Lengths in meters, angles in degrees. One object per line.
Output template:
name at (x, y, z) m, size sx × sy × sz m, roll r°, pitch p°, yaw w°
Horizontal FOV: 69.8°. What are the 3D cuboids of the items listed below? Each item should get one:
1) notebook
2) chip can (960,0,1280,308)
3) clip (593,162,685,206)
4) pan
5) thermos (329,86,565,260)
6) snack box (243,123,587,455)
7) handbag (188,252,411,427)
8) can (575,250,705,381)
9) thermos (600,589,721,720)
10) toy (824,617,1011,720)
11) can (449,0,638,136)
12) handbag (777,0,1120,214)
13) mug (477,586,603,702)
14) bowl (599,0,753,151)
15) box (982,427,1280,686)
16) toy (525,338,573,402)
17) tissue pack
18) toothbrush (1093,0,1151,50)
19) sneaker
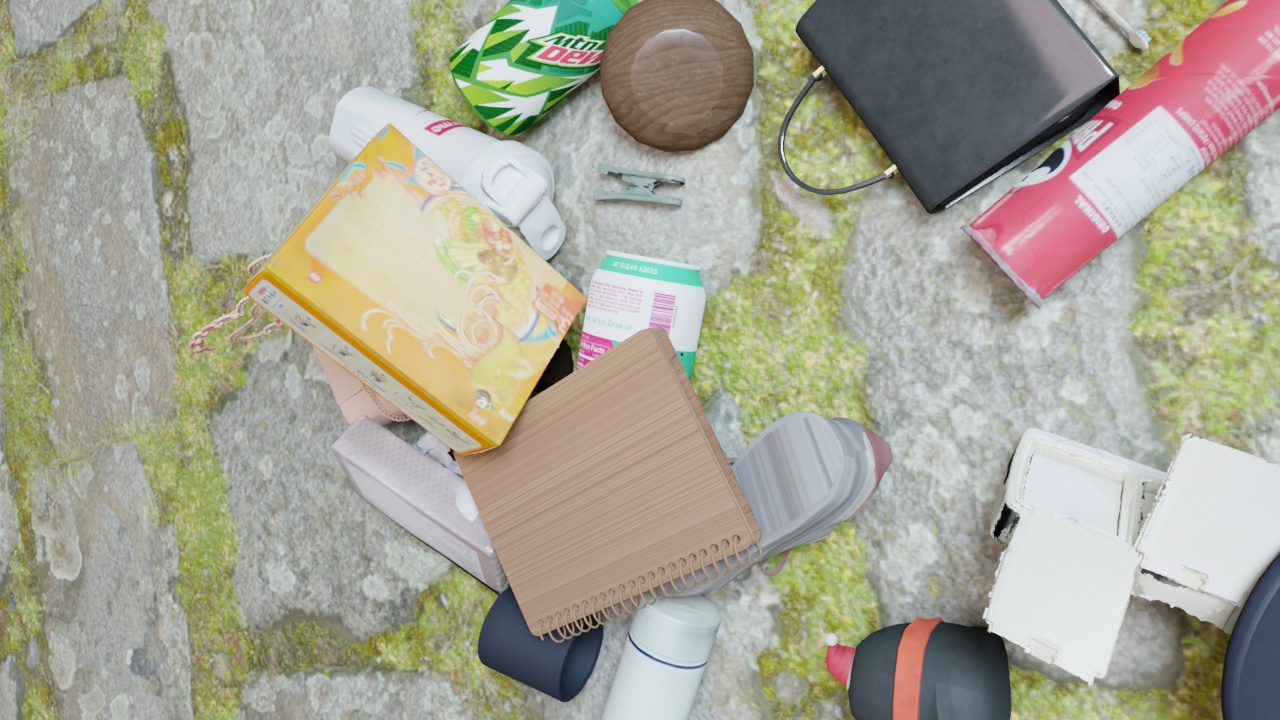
notebook at (-0.031, 0.097, 0.655) m, size 0.211 × 0.022 × 0.169 m, roll -31°, pitch 79°, yaw 32°
chip can at (0.313, -0.136, 0.559) m, size 0.233 × 0.073 × 0.073 m, roll -44°, pitch 74°, yaw 19°
clip at (0.000, -0.138, 0.731) m, size 0.076 × 0.023 × 0.047 m, roll 11°, pitch 98°, yaw 26°
pan at (0.453, 0.097, 0.493) m, size 0.198 × 0.021 × 0.356 m, roll 39°, pitch 94°, yaw -18°
thermos at (-0.165, -0.160, 0.769) m, size 0.220 × 0.099 × 0.099 m, roll 30°, pitch 104°, yaw 25°
snack box at (-0.157, -0.046, 0.665) m, size 0.195 × 0.144 × 0.081 m, roll 41°, pitch 147°, yaw -22°
handbag at (-0.252, 0.000, 0.759) m, size 0.199 × 0.186 × 0.116 m, roll -27°, pitch 80°, yaw 35°
can at (-0.004, 0.004, 0.701) m, size 0.088 × 0.088 × 0.166 m, roll 13°, pitch 97°, yaw 24°
thermos at (0.000, 0.292, 0.722) m, size 0.068 × 0.067 × 0.230 m, roll 20°, pitch 100°, yaw 23°
toy at (0.188, 0.223, 0.619) m, size 0.119 × 0.097 × 0.099 m, roll -1°, pitch 74°, yaw 33°
can at (-0.074, -0.252, 0.727) m, size 0.144 × 0.083 × 0.083 m, roll -33°, pitch 78°, yaw 22°
handbag at (0.180, -0.187, 0.625) m, size 0.196 × 0.072 × 0.175 m, roll -38°, pitch 77°, yaw 25°
mug at (-0.075, 0.216, 0.758) m, size 0.077 × 0.071 × 0.105 m, roll 16°, pitch 76°, yaw 24°
bowl at (0.027, -0.211, 0.681) m, size 0.118 × 0.030 × 0.118 m, roll 1°, pitch 114°, yaw 2°
box at (0.276, 0.092, 0.503) m, size 0.143 × 0.193 × 0.101 m, roll 20°, pitch 127°, yaw 18°
toy at (-0.095, 0.022, 0.761) m, size 0.076 × 0.063 × 0.100 m, roll 17°, pitch 83°, yaw -12°
tissue pack at (-0.172, 0.116, 0.785) m, size 0.181 × 0.071 × 0.104 m, roll 31°, pitch 149°, yaw 22°
toothbrush at (0.268, -0.270, 0.602) m, size 0.185 × 0.024 × 0.022 m, roll 54°, pitch 150°, yaw 14°
sneaker at (0.088, 0.110, 0.669) m, size 0.237 × 0.089 × 0.099 m, roll -38°, pitch 54°, yaw 45°
